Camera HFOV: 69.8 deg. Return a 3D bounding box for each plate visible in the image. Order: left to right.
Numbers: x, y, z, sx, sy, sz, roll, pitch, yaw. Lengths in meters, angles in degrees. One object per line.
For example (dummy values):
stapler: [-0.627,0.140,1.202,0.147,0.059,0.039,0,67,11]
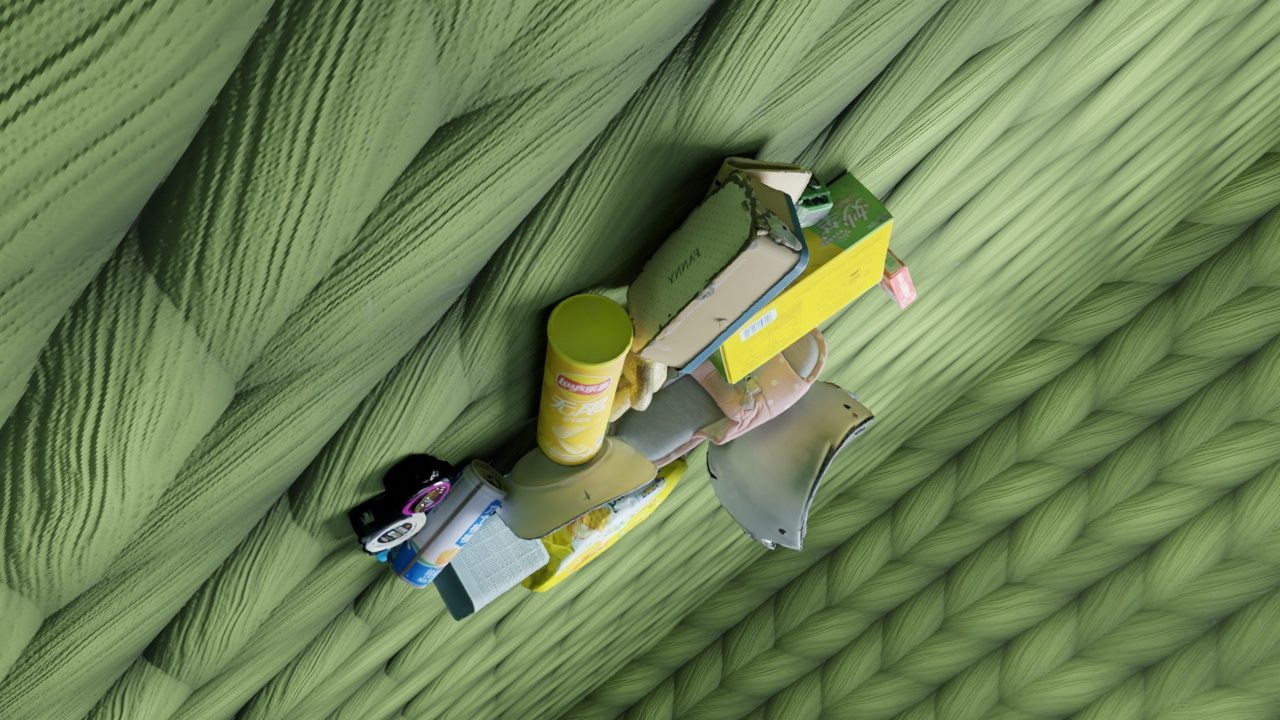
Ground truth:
plate: [-0.078,0.116,0.961,0.164,0.034,0.164,-24,-159,-18]

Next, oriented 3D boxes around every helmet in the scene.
helmet: [0.167,0.112,1.167,0.230,0.157,0.274,-60,178,1]

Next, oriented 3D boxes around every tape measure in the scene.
tape measure: [-0.243,0.155,0.884,0.066,0.033,0.066,-26,159,-21]
tape measure: [-0.205,0.117,0.850,0.058,0.039,0.057,-38,160,6]

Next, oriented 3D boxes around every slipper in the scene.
slipper: [0.086,0.035,1.042,0.274,0.114,0.054,-29,169,0]

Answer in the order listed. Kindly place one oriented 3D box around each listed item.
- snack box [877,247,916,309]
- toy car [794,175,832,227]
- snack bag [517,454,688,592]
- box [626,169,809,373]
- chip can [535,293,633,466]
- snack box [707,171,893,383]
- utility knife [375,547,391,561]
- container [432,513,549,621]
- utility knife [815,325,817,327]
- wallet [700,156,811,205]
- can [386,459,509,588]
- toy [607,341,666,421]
snack box: [0.288,-0.110,1.088,0.025,0.075,0.152,-41,159,10]
toy car: [0.138,-0.141,0.840,0.091,0.036,0.043,-14,152,-38]
snack bag: [-0.054,0.204,1.209,0.245,0.068,0.158,-32,163,-37]
box: [0.054,-0.066,0.759,0.062,0.089,0.185,16,140,-29]
chip can: [-0.057,0.025,0.841,0.072,0.072,0.214,-27,158,-23]
snack box: [0.153,-0.079,0.948,0.210,0.070,0.158,-36,160,-2]
utility knife: [-0.192,0.162,1.005,0.218,0.018,0.034,-25,157,-30]
container: [-0.177,0.229,1.062,0.111,0.090,0.090,-27,172,-34]
utility knife: [0.211,-0.021,1.239,0.030,0.022,0.217,-36,161,-54]
wallet: [0.089,-0.125,0.784,0.087,0.024,0.115,2,143,-22]
can: [-0.194,0.165,0.930,0.134,0.053,0.053,-48,158,6]
toy: [-0.005,0.005,0.909,0.158,0.066,0.104,-53,-174,48]
